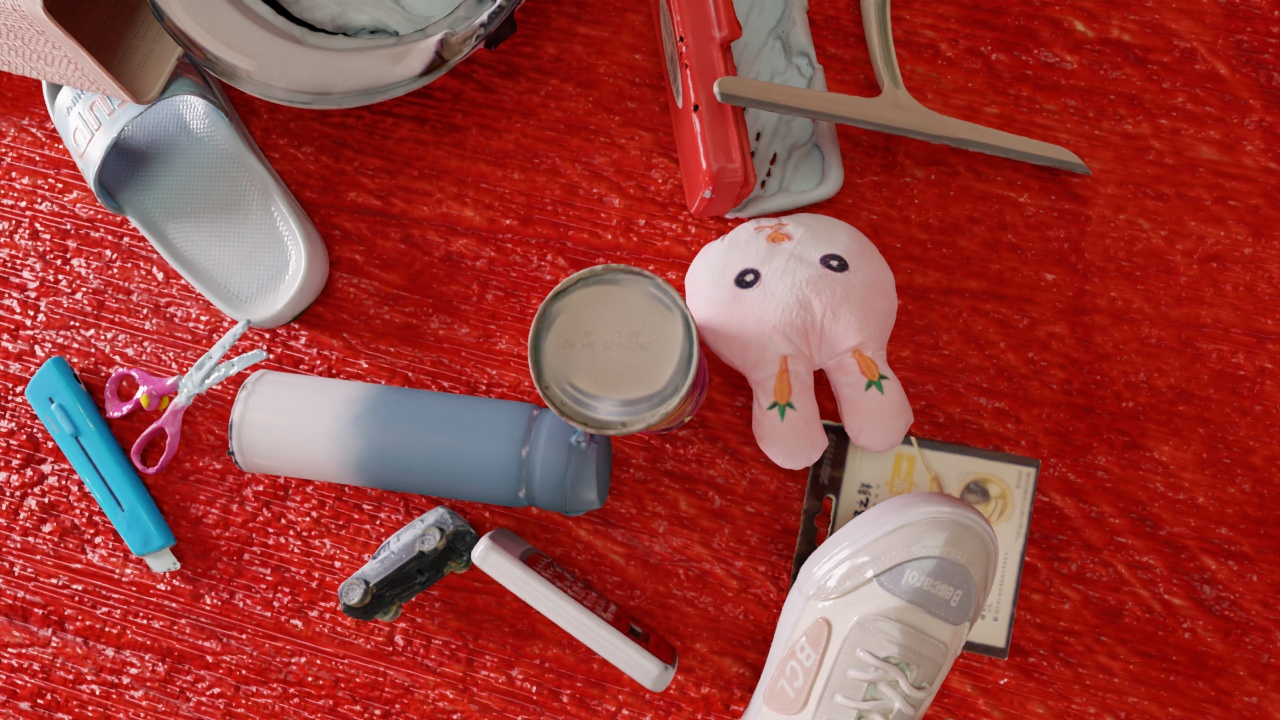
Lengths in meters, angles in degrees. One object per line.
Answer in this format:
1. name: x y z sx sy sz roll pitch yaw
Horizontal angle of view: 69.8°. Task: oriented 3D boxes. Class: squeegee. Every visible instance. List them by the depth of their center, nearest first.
1. squeegee: 0.144 -0.233 0.548 0.246 0.039 0.246 4 75 -21

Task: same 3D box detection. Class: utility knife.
1. utility knife: -0.342 0.070 0.588 0.034 0.018 0.159 -36 86 1

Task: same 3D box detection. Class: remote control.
1. remote control: -0.037 0.143 0.538 0.136 0.056 0.020 34 91 7

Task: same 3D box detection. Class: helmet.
1. helmet: -0.153 -0.271 0.524 0.229 0.145 0.259 30 102 -9

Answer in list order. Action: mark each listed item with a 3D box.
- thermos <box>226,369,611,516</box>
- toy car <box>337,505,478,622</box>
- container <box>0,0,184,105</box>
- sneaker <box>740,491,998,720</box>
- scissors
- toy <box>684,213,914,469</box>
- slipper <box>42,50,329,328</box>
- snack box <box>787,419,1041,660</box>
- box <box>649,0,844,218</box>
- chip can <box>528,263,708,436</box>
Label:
1. thermos: -0.127 0.051 0.548 0.220 0.070 0.070 7 87 5
2. toy car: -0.142 0.124 0.556 0.090 0.043 0.034 -37 57 -1
3. container: -0.328 -0.209 0.514 0.111 0.090 0.090 13 70 15
4. sneaker: 0.104 0.179 0.467 0.089 0.090 0.243 23 109 -4
5. scissors: -0.280 0.025 0.572 0.138 0.017 0.083 -19 84 18
6. toy: 0.092 -0.018 0.516 0.121 0.054 0.159 -12 62 -7
7. slipper: -0.291 -0.123 0.567 0.104 0.074 0.245 -40 85 2
8. snack box: 0.152 0.099 0.525 0.126 0.053 0.113 10 88 7
9. box: 0.062 -0.189 0.538 0.101 0.095 0.201 -10 84 -6
10. chip can: -0.003 0.003 0.466 0.071 0.210 0.071 0 86 5
